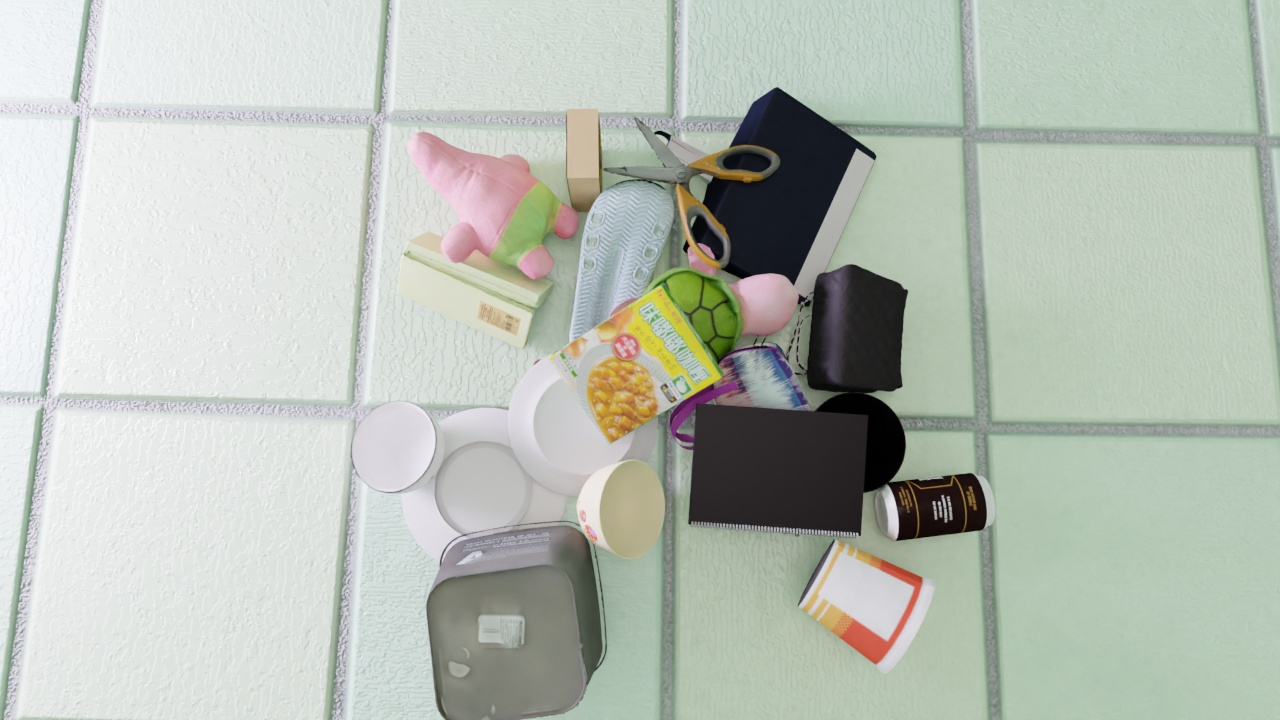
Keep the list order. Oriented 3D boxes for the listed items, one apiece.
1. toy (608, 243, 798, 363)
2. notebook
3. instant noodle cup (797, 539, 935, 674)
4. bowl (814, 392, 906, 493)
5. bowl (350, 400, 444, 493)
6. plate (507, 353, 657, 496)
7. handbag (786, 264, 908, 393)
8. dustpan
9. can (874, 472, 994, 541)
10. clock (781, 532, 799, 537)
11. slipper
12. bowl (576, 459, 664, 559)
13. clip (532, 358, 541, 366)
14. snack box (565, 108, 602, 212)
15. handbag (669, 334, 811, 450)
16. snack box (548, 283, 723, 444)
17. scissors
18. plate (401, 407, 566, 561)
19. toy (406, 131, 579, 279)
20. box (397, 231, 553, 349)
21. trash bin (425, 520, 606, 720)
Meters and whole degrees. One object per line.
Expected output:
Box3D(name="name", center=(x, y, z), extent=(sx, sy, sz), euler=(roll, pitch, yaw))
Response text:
Box3D(name="toy", center=(0.079, -0.050, 1.142), extent=(0.238, 0.088, 0.190), euler=(-11, 99, -7))
Box3D(name="notebook", center=(0.166, 0.133, 1.105), extent=(0.206, 0.016, 0.149), euler=(4, 88, 0))
Box3D(name="instant noodle cup", center=(0.264, 0.284, 1.092), extent=(0.121, 0.123, 0.123), euler=(29, 81, 12))
Box3D(name="bowl", center=(0.263, 0.105, 1.149), extent=(0.124, 0.052, 0.124), euler=(0, 81, -1))
Box3D(name="bowl", center=(-0.292, 0.111, 1.133), extent=(0.113, 0.063, 0.113), euler=(-4, 73, 13))
Box3D(name="plate", center=(-0.070, 0.078, 1.147), extent=(0.188, 0.016, 0.188), euler=(0, 92, -8))
Box3D(name="handbag", center=(0.269, -0.030, 1.169), extent=(0.125, 0.115, 0.153), euler=(11, 76, -23))
Box3D(name="dustpan", center=(0.141, -0.234, 1.213), extent=(0.273, 0.080, 0.236), euler=(28, 81, -17))
Box3D(name="can", center=(0.360, 0.180, 1.129), extent=(0.128, 0.072, 0.072), euler=(-7, 81, -2))
Box3D(name="clock", center=(0.181, 0.161, 1.142), extent=(0.129, 0.052, 0.090), euler=(39, 82, 1))
Box3D(name="slipper", center=(-0.032, -0.113, 1.175), extent=(0.104, 0.074, 0.245), euler=(15, 97, -3))
Box3D(name="bowl", center=(-0.036, 0.180, 1.119), extent=(0.074, 0.117, 0.118), euler=(-4, 77, 41))
Box3D(name="clip", center=(-0.131, 0.029, 1.169), extent=(0.024, 0.045, 0.062), euler=(0, 95, -2))
Box3D(name="snack box", center=(-0.070, -0.252, 1.168), extent=(0.040, 0.126, 0.088), euler=(-1, 80, -1))
Box3D(name="handbag", center=(0.116, 0.056, 1.144), extent=(0.170, 0.068, 0.144), euler=(-26, 114, 8))
Box3D(name="snack box", center=(-0.007, 0.006, 1.101), extent=(0.168, 0.027, 0.132), euler=(-32, 96, 17))
Box3D(name="scissors", center=(0.067, -0.212, 1.138), extent=(0.225, 0.016, 0.224), euler=(-1, 76, -7))
Box3D(name="plate", center=(-0.197, 0.163, 1.155), extent=(0.208, 0.015, 0.208), euler=(0, 81, 0))
Box3D(name="toy", center=(-0.196, -0.204, 1.163), extent=(0.236, 0.097, 0.191), euler=(36, 58, -9))
Box3D(name="box", center=(-0.211, -0.104, 1.186), extent=(0.188, 0.092, 0.083), euler=(25, 46, 3))
Box3D(name="trash bin", center=(-0.140, 0.293, 1.022), extent=(0.197, 0.220, 0.197), euler=(-8, 86, -3))
